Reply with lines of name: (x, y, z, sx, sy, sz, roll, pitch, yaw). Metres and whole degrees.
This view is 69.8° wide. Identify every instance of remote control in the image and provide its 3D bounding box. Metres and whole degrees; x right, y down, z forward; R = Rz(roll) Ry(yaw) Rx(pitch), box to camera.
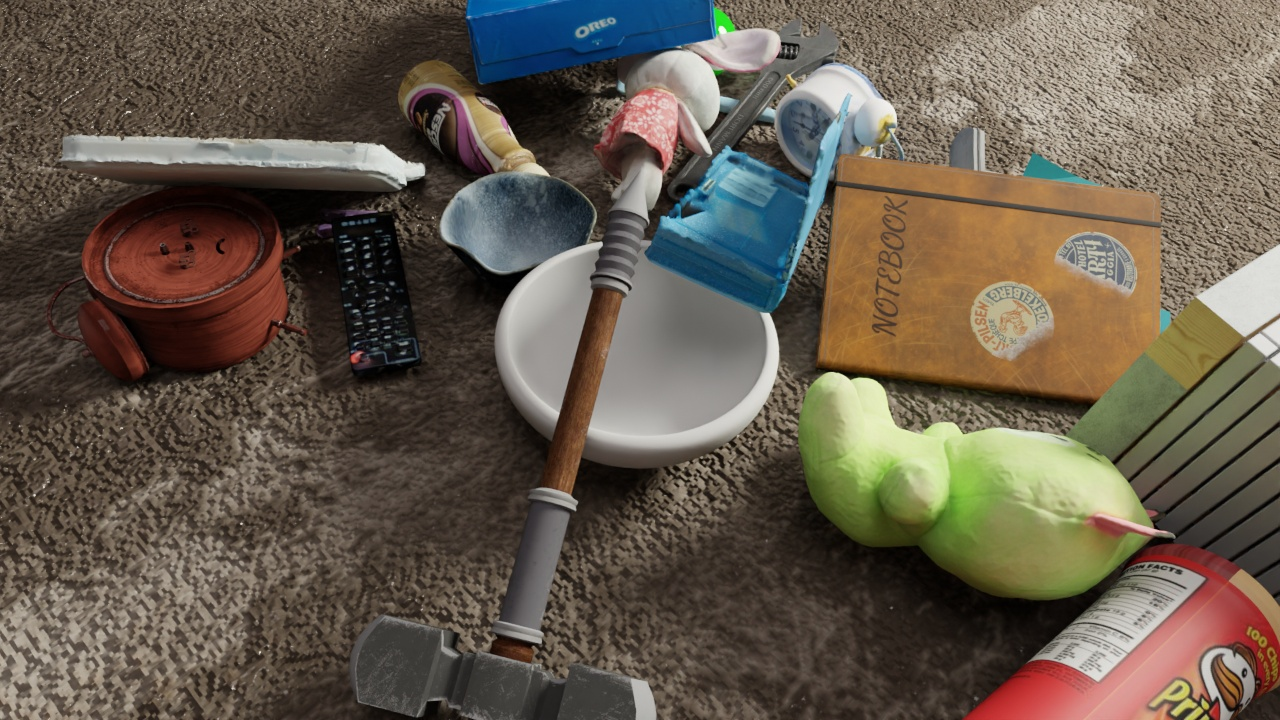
remote control: (-0.189, -0.048, 0.653, 0.047, 0.022, 0.150, -10, 53, -14)

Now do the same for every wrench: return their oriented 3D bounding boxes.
wrench: (0.099, -0.225, 0.812, 0.073, 0.018, 0.272, 26, 60, 17)

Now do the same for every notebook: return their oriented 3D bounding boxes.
notebook: (0.258, -0.064, 0.655, 0.249, 0.014, 0.178, 8, 76, 2)

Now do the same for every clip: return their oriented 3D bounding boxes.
clip: (-0.226, -0.103, 0.703, 0.051, 0.014, 0.043, 17, 50, 13)

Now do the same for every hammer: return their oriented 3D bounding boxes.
hammer: (-0.037, 0.038, 0.495, 0.156, 0.043, 0.321, 12, 73, 6)

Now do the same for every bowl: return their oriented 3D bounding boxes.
bowl: (-0.087, -0.085, 0.669, 0.110, 0.055, 0.110, 2, 49, -2)
bowl: (-0.003, 0.004, 0.591, 0.176, 0.066, 0.176, 2, 49, -3)

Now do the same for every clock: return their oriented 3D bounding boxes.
clock: (0.167, -0.188, 0.757, 0.051, 0.089, 0.125, -36, 59, -24)
clock: (-0.310, -0.050, 0.610, 0.157, 0.072, 0.120, -9, 51, -14)

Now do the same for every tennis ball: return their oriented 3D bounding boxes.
tennis ball: (0.057, -0.296, 0.856, 0.065, 0.065, 0.065, 2, 49, -3)

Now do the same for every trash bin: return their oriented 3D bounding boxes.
trash bin: (0.403, 0.069, 0.501, 0.142, 0.143, 0.247, -25, 61, -24)

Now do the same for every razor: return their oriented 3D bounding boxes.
razor: (0.315, -0.141, 0.763, 0.116, 0.047, 0.088, 17, 50, 0)

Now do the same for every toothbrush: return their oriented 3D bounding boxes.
toothbrush: (0.054, -0.237, 0.839, 0.155, 0.016, 0.022, 14, 40, 6)

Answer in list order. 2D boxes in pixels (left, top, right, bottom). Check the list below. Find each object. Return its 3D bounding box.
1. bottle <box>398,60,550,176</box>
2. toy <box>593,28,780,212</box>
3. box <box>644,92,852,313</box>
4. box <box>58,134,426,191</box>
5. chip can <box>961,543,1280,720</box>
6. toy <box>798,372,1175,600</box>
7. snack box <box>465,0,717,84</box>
bottle: (-0.132, -0.181, 0.746, 0.059, 0.060, 0.166, -31, 60, -27)
toy: (0.022, -0.207, 0.754, 0.159, 0.084, 0.193, 2, 56, 30)
box: (0.088, -0.132, 0.632, 0.094, 0.112, 0.230, 25, 28, 6)
box: (-0.270, -0.139, 0.660, 0.209, 0.045, 0.191, 1, 10, -6)
chip can: (0.217, 0.179, 0.446, 0.213, 0.087, 0.087, -28, 57, -24)
toy: (0.185, 0.077, 0.520, 0.197, 0.107, 0.150, 28, 9, 22)
snack box: (-0.052, -0.317, 0.811, 0.195, 0.056, 0.238, -12, 33, -2)
